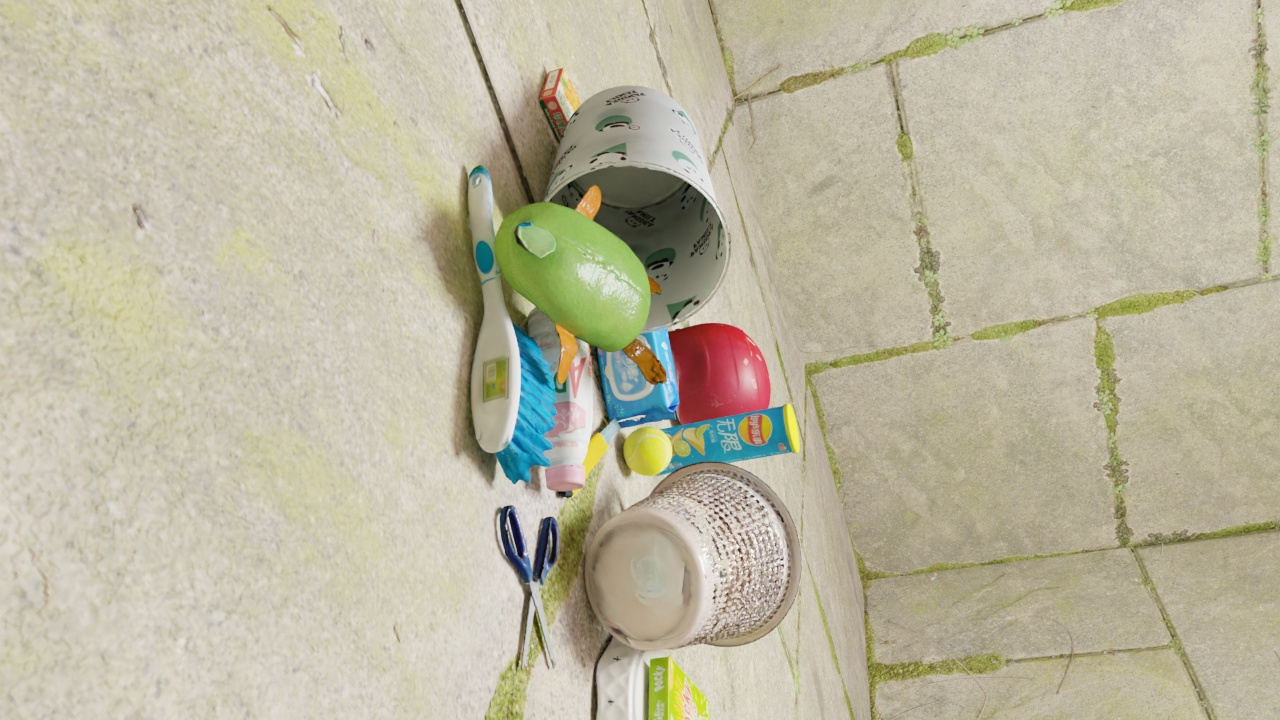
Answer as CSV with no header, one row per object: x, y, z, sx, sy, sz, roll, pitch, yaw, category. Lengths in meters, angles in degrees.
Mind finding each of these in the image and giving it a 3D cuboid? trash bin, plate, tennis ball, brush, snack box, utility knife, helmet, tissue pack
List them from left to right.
-0.134,-0.042,0.893,0.109,0.061,0.313,49,31,-52,brush
-0.090,-0.311,1.254,0.076,0.027,0.156,-83,155,-45,snack box
-0.058,0.112,1.088,0.218,0.015,0.033,-45,121,-68,utility knife
-0.012,-0.199,1.120,0.251,0.230,0.230,-90,160,-49,trash bin
-0.007,0.007,1.194,0.052,0.095,0.157,11,67,-66,tissue pack
0.004,0.410,1.040,0.204,0.046,0.205,-11,90,-73,plate
0.009,0.121,1.220,0.065,0.065,0.065,-11,90,-73,tennis ball
0.047,0.411,1.055,0.156,0.026,0.085,60,23,-45,snack box
0.047,0.236,1.053,0.191,0.228,0.227,2,77,-60,trash bin
0.151,0.035,1.547,0.240,0.144,0.206,36,38,-53,helmet

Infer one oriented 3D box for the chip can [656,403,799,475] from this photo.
0.119,0.116,1.329,0.071,0.210,0.071,-11,90,-73,chip can

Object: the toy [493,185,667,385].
-0.054,-0.078,0.923,0.246,0.090,0.226,35,50,-45,toy

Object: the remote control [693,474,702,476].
0.088,0.123,1.552,0.058,0.021,0.149,56,27,-52,remote control

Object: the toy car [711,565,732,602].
0.129,0.365,1.499,0.090,0.035,0.042,53,29,-50,toy car

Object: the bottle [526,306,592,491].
-0.084,0.038,0.970,0.068,0.068,0.196,42,41,-63,bottle

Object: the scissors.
-0.102,0.210,0.884,0.162,0.012,0.176,-68,143,-63,scissors
